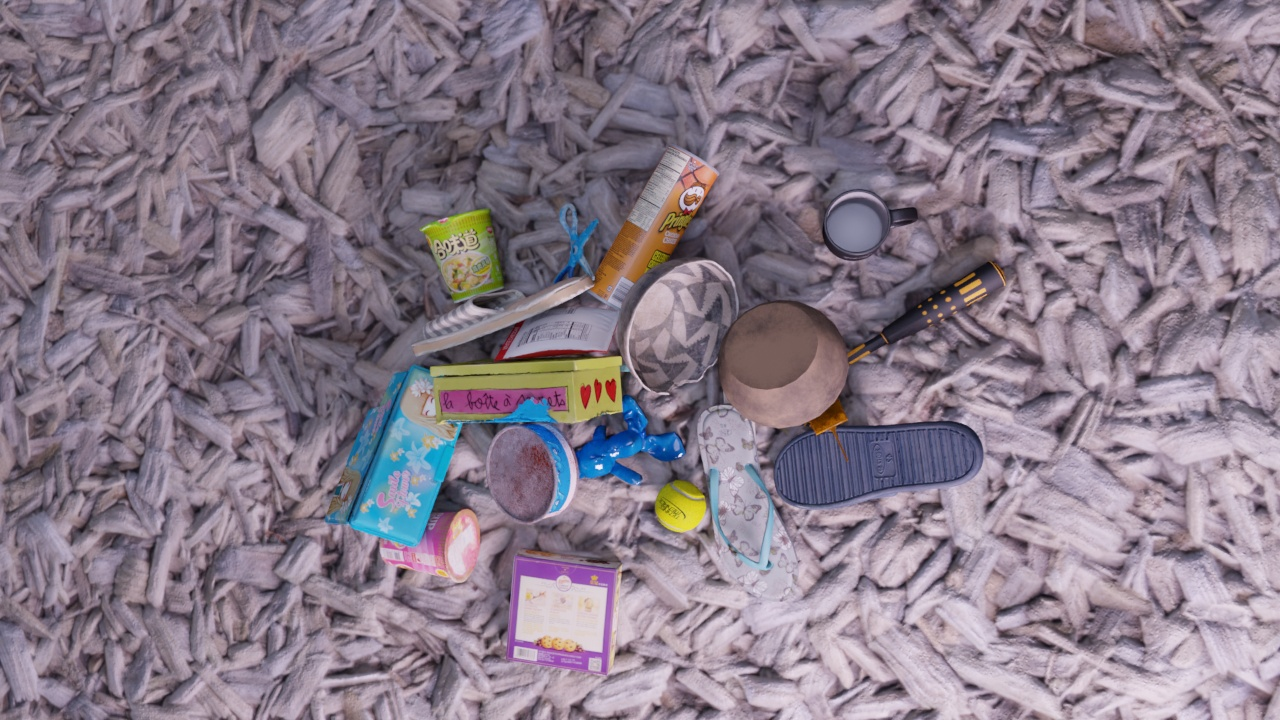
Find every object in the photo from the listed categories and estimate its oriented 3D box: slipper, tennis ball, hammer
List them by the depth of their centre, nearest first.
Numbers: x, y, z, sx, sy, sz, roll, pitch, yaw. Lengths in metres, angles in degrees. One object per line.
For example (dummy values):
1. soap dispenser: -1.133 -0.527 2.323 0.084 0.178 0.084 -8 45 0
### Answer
1. slipper: 0.292 0.122 1.131 0.264 0.082 0.101 -13 83 34
2. hammer: 0.309 -0.026 1.154 0.321 0.036 0.123 -31 87 12
3. slipper: 0.125 0.189 1.172 0.098 0.054 0.269 -17 92 23
4. slipper: -0.183 -0.065 1.185 0.273 0.114 0.054 -18 93 24
5. tennis ball: 0.052 0.189 1.189 0.065 0.065 0.065 0 91 10

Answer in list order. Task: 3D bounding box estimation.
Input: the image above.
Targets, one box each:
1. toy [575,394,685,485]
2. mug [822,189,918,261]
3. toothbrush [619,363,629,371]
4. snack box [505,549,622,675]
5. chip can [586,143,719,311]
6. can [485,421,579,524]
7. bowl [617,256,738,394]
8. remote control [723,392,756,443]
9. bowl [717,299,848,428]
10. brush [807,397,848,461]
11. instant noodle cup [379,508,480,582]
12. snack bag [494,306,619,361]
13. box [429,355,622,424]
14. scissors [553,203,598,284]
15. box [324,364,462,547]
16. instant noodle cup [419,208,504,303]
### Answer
1. toy: -0.040 0.112 1.205 0.176 0.071 0.113 -22 98 10
2. mug: 0.281 -0.168 1.126 0.114 0.088 0.078 -9 90 10
3. toothbrush: -0.007 0.007 1.220 0.135 0.017 0.022 -9 86 11
4. snack box: -0.103 0.337 1.234 0.143 0.040 0.148 6 92 10
5. chip can: 0.015 -0.166 1.181 0.075 0.075 0.215 32 97 8
6. can: -0.143 0.146 1.207 0.130 0.044 0.130 5 98 38
7. bowl: 0.033 -0.055 1.154 0.081 0.178 0.178 34 98 42
8. remote control: 0.129 0.068 1.196 0.038 0.018 0.125 -3 90 10
9. bowl: 0.169 -0.004 1.126 0.162 0.070 0.162 -10 62 20
10. brush: 0.226 0.064 1.124 0.048 0.017 0.126 -28 55 14
11. instant noodle cup: -0.288 0.246 1.244 0.109 0.097 0.097 2 92 18
12. snack bag: -0.104 -0.036 1.183 0.144 0.130 0.039 -4 116 10
13. box: -0.142 0.035 1.166 0.221 0.124 0.083 -5 92 30
14. scissors: -0.089 -0.142 1.209 0.140 0.011 0.134 -60 45 33
15. box: -0.332 0.119 1.224 0.169 0.086 0.226 9 69 19
16. instant noodle cup: -0.231 -0.138 1.224 0.099 0.098 0.108 -15 97 10
